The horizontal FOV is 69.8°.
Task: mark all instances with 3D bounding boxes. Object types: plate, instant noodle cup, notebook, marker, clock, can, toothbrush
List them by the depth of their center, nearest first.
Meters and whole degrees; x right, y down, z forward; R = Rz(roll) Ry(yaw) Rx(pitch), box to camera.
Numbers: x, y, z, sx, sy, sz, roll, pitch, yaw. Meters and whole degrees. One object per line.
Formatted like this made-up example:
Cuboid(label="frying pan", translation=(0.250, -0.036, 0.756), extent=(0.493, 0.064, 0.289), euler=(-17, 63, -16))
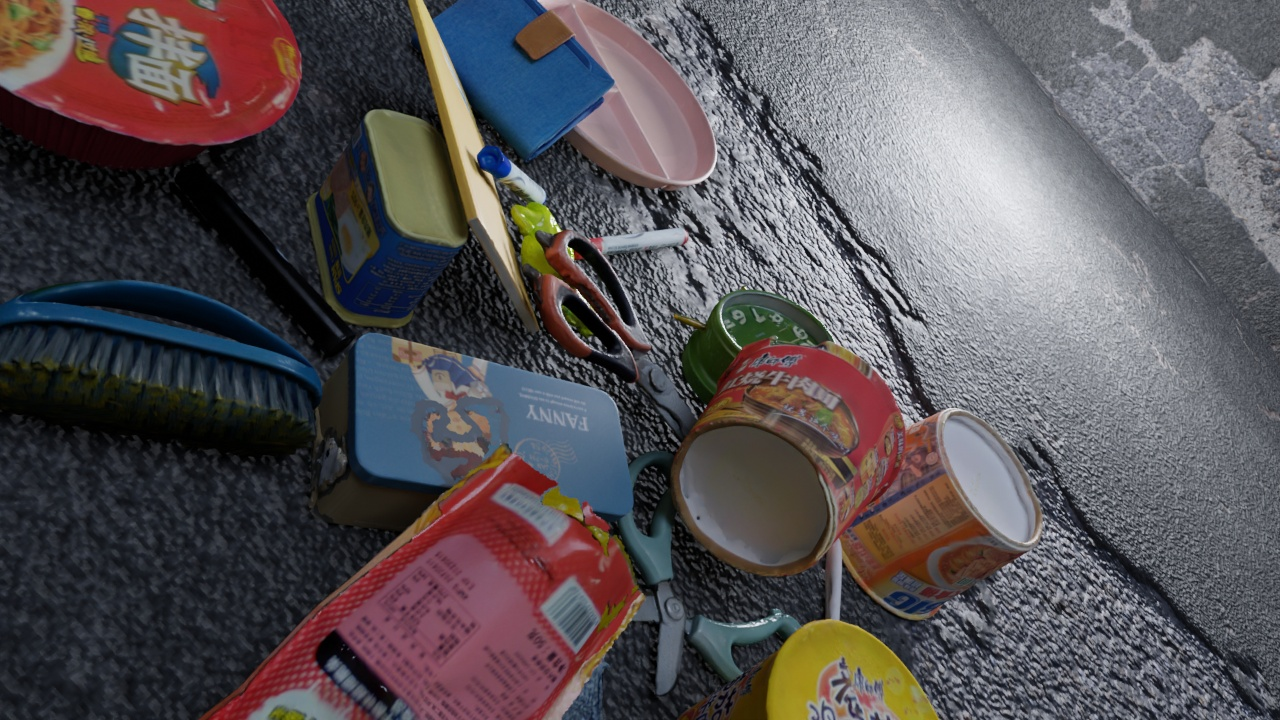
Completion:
Cuboid(label="instant noodle cup", translation=(0.083, 0.223, 0.491), extent=(0.138, 0.110, 0.137), euler=(26, 43, -27))
Cuboid(label="instant noodle cup", translation=(-0.290, -0.173, 0.496), extent=(0.193, 0.066, 0.193), euler=(27, 43, -28))
Cuboid(label="marker", translation=(-0.211, -0.056, 0.513), extent=(0.132, 0.020, 0.022), euler=(48, 54, -1))
Cuboid(label="can", translation=(-0.150, -0.084, 0.543), extent=(0.057, 0.083, 0.102), euler=(5, 55, -42))
Cuboid(label="instant noodle cup", translation=(0.091, 0.067, 0.594), extent=(0.138, 0.138, 0.108), euler=(50, 37, 1))
Cuboid(label="notebook", translation=(-0.112, -0.135, 0.607), extent=(0.146, 0.010, 0.206), euler=(72, -1, -65))
Cuboid(label="marker", translation=(-0.086, -0.125, 0.636), extent=(0.017, 0.017, 0.145), euler=(52, 4, 3))
Cuboid(label="toothbrush", translation=(0.131, 0.194, 0.641), extent=(0.016, 0.016, 0.179), euler=(31, 42, -13))
Cuboid(label="clock", translation=(0.107, 0.008, 0.704), extent=(0.161, 0.056, 0.115), euler=(42, 42, 22))
Cuboid(label="instant noodle cup", translation=(0.235, 0.115, 0.732), extent=(0.151, 0.112, 0.151), euler=(26, 44, -28))
Cuboid(label="marker", translation=(-0.007, -0.096, 0.750), extent=(0.144, 0.017, 0.017), euler=(-16, 71, -50))
Cuboid(label="plate", translation=(-0.024, -0.247, 0.853), extent=(0.229, 0.028, 0.229), euler=(26, 43, -26))

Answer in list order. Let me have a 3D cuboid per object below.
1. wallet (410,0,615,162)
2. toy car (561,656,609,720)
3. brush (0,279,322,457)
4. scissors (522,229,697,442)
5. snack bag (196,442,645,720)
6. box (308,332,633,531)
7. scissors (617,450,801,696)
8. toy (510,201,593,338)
Cuboid(label="wallet", translation=(-0.099, -0.237, 0.734), extent=(0.133, 0.040, 0.106), euler=(46, 69, -2))
Cuboid(label="toy car", translation=(-0.040, 0.171, 0.479), extent=(0.049, 0.031, 0.105), euler=(26, 42, -28))
Cuboid(label="brush", translation=(-0.220, 0.000, 0.426), extent=(0.143, 0.055, 0.073), euler=(16, 49, -35))
Cuboid(label="scissors", translation=(-0.006, 0.013, 0.624), extent=(0.182, 0.015, 0.209), euler=(-1, 73, -51))
Cuboid(label="snack bag", translation=(-0.092, 0.143, 0.397), extent=(0.128, 0.073, 0.207), euler=(49, 62, -11))
Cuboid(label="box", translation=(-0.086, 0.052, 0.510), extent=(0.184, 0.064, 0.089), euler=(12, 51, -36))
Cuboid(label="scissors", translation=(0.041, 0.139, 0.597), extent=(0.174, 0.019, 0.169), euler=(21, 47, -31))
Cuboid(label="toy", translation=(-0.062, -0.066, 0.651), extent=(0.097, 0.031, 0.100), euler=(51, 18, -32))
